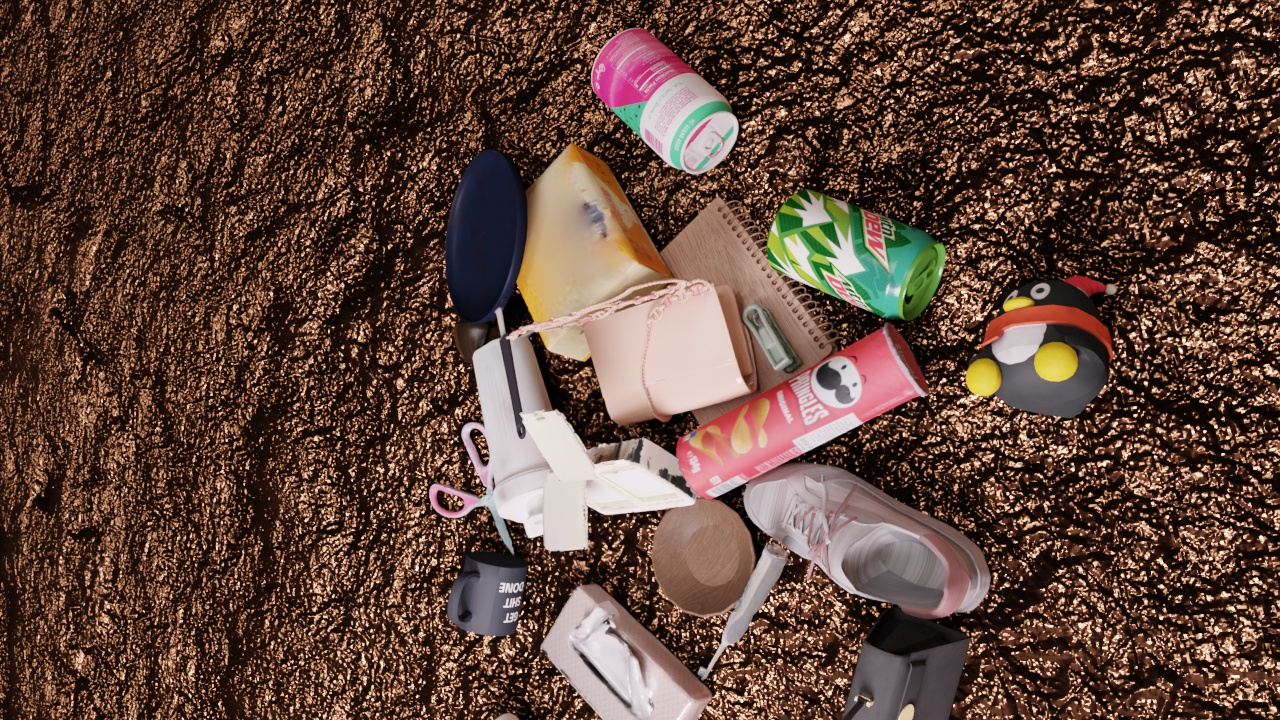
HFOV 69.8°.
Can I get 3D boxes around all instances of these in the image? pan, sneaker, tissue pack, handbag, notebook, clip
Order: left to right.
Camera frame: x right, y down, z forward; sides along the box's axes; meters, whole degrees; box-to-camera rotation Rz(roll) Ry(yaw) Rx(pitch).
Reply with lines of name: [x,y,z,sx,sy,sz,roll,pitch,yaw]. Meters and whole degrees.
pan: [-0.158,-0.073,1.015,0.199,0.021,0.356,-45,50,44]
tissue pack: [-0.022,0.316,0.945,0.181,0.071,0.104,39,106,35]
handbag: [-0.005,0.004,0.872,0.199,0.186,0.116,-15,86,27]
notebook: [0.087,-0.044,0.943,0.169,0.022,0.210,-43,63,23]
clip: [0.125,-0.022,0.883,0.023,0.047,0.076,-40,60,23]
sneaker: [0.182,0.155,0.812,0.236,0.089,0.099,20,95,34]
handbag: [0.180,0.303,0.730,0.072,0.195,0.176,16,93,34]

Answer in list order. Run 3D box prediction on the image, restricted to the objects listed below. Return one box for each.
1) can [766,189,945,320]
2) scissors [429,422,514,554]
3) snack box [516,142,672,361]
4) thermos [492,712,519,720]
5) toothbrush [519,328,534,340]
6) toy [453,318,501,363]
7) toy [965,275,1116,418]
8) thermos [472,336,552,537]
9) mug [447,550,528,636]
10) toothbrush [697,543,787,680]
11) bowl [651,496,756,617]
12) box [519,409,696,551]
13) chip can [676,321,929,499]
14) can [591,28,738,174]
can: [0.195,-0.097,0.840,0.144,0.083,0.083,29,100,33]
scissors: [-0.187,0.147,1.105,0.173,0.014,0.158,10,90,34]
snack box: [-0.073,-0.123,1.010,0.145,0.080,0.195,-42,55,22]
thermos: [-0.079,0.464,0.961,0.230,0.067,0.068,27,99,32]
toothbrush: [-0.079,-0.061,1.062,0.187,0.012,0.017,-33,80,26]
toy: [-0.194,-0.045,1.112,0.076,0.062,0.100,148,128,-67]
toy: [0.327,-0.017,0.739,0.098,0.099,0.119,-19,49,50]
thermos: [-0.130,0.085,1.036,0.100,0.099,0.220,-30,63,27]
mug: [-0.177,0.262,1.028,0.071,0.105,0.077,10,89,29]
toothbrush: [0.094,0.246,0.875,0.024,0.022,0.186,27,121,9]
bowl: [0.068,0.196,0.919,0.118,0.030,0.117,-5,81,33]
box: [-0.059,0.126,0.891,0.144,0.194,0.101,-18,47,45]
chip can: [0.144,0.052,0.853,0.233,0.073,0.073,-31,68,23]
can: [0.024,-0.276,0.974,0.088,0.088,0.166,-50,60,18]
